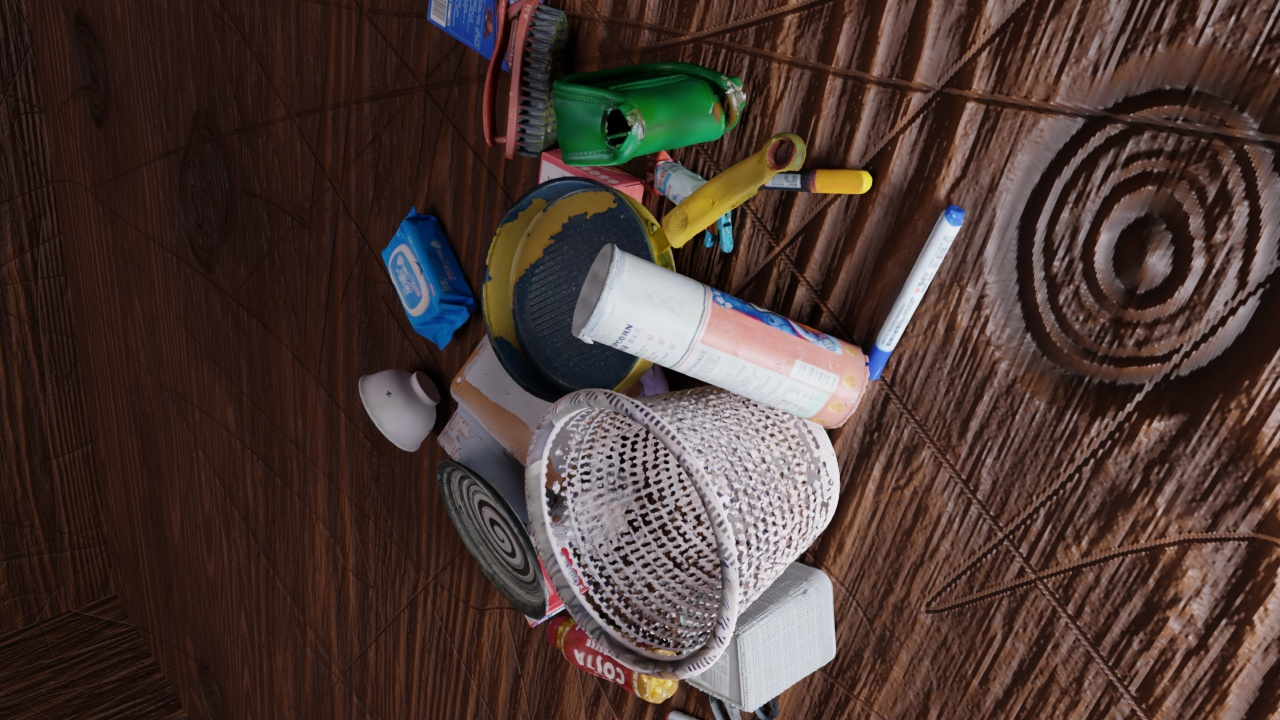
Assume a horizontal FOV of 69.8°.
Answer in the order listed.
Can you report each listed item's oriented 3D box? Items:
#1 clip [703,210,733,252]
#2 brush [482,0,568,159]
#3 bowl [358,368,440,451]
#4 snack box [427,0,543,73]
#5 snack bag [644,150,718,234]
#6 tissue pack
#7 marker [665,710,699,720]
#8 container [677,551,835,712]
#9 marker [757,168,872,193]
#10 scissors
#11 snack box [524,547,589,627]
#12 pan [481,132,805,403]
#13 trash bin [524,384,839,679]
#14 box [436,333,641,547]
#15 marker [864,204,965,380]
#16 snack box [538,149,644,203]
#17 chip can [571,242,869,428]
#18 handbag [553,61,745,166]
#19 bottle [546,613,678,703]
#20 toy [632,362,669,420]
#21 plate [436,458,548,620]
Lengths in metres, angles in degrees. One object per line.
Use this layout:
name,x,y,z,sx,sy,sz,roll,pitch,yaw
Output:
clip,0.067,-0.120,0.777,0.049,0.015,0.057,20,119,44
brush,-0.111,-0.268,0.867,0.069,0.063,0.146,14,117,8
bowl,-0.298,0.051,1.184,0.065,0.118,0.118,-34,75,7
snack box,-0.158,-0.357,0.922,0.157,0.026,0.085,39,130,31
snack bag,0.036,-0.146,0.782,0.104,0.026,0.048,49,147,45
tissue pack,-0.258,-0.097,1.105,0.095,0.052,0.157,-36,77,47
marker,0.081,0.386,0.944,0.145,0.017,0.017,0,104,47
container,0.098,0.234,0.796,0.090,0.114,0.090,8,110,45
marker,0.125,-0.139,0.709,0.124,0.015,0.018,13,112,47
scissors,0.076,0.296,0.920,0.159,0.014,0.170,20,117,42
snack box,-0.103,0.248,1.008,0.058,0.057,0.208,59,160,12
pan,-0.007,-0.087,0.748,0.358,0.078,0.197,-24,79,34
trash bin,0.049,0.111,0.744,0.228,0.191,0.228,19,117,42
box,-0.081,0.057,0.926,0.183,0.156,0.193,41,100,30
marker,0.195,-0.046,0.664,0.017,0.016,0.146,42,131,29
snack box,-0.045,-0.127,0.871,0.127,0.044,0.113,33,125,35
chip can,0.061,-0.014,0.679,0.071,0.214,0.071,-69,16,0
handbag,0.003,-0.198,0.727,0.120,0.131,0.068,17,121,50
bottle,-0.035,0.323,1.014,0.175,0.057,0.057,6,108,45
toy,-0.005,0.005,0.882,0.084,0.038,0.108,-30,82,61
plate,-0.137,0.166,0.878,0.179,0.024,0.180,38,146,31
